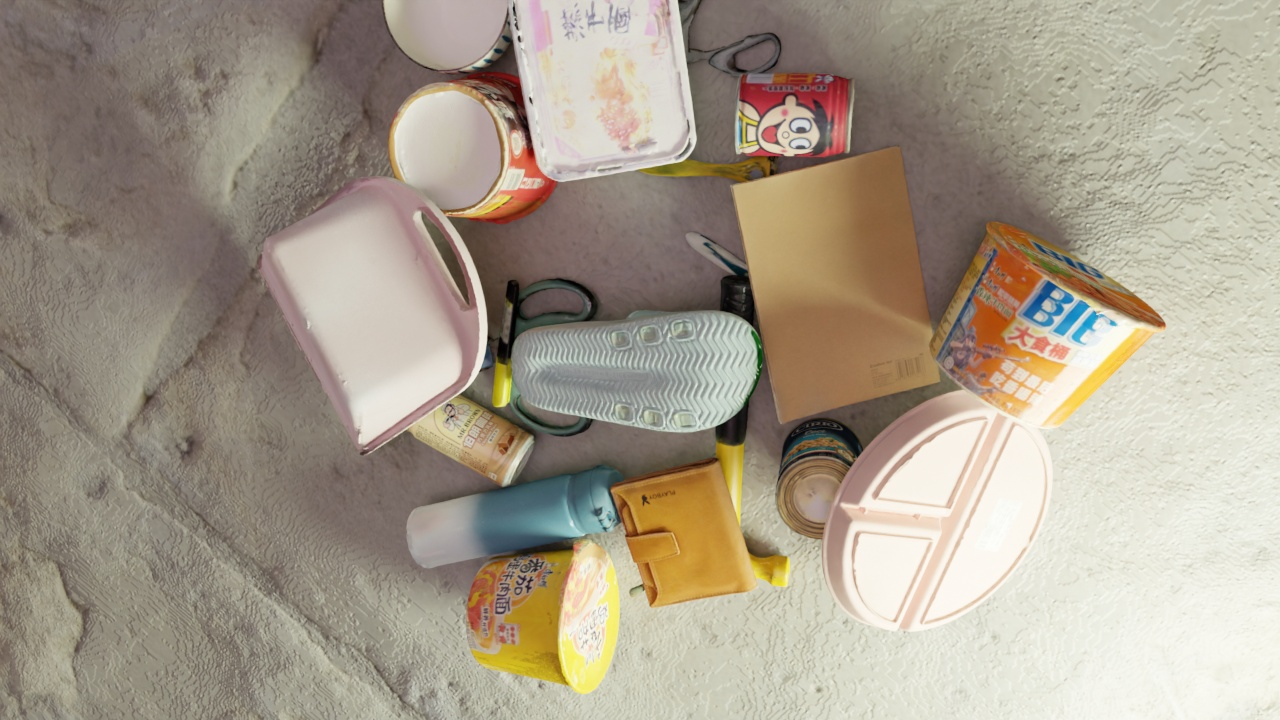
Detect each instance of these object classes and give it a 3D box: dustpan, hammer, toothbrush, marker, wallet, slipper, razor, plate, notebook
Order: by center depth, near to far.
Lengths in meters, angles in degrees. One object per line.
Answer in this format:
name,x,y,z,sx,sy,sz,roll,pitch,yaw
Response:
plate,0.256,0.134,0.769,0.229,0.028,0.230,-9,115,-21
notebook,0.171,-0.063,0.790,0.149,0.012,0.211,-14,101,-3
razor,0.054,-0.169,0.805,0.133,0.028,0.043,8,109,12
toothbrush,0.120,-0.060,0.821,0.191,0.018,0.016,34,107,2
slipper,-0.005,0.005,0.822,0.246,0.074,0.104,0,103,28
dustpan,-0.239,-0.042,0.839,0.138,0.274,0.222,-29,95,-20
hammer,0.082,0.071,0.848,0.129,0.032,0.301,5,108,11
wallet,0.035,0.163,0.855,0.119,0.035,0.131,-16,103,11
marker,-0.126,-0.016,0.869,0.018,0.015,0.124,22,109,43

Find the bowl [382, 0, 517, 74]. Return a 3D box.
bowl,-0.155,-0.305,0.793,0.116,0.066,0.116,2,99,13

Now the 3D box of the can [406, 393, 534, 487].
can,-0.165,0.072,0.896,0.116,0.058,0.059,28,108,4

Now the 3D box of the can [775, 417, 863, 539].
can,0.158,0.102,0.803,0.075,0.111,0.075,3,104,12

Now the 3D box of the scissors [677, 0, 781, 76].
scissors,0.033,-0.266,0.791,0.181,0.014,0.159,-3,104,15

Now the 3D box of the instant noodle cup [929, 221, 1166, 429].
instant noodle cup,0.311,-0.024,0.726,0.151,0.151,0.112,29,116,4

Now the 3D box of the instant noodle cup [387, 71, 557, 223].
instant noodle cup,-0.146,-0.185,0.801,0.138,0.108,0.138,3,104,11

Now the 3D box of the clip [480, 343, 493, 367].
clip,-0.169,-0.002,0.886,0.056,0.027,0.024,-10,100,8

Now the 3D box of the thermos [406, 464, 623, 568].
thermos,-0.120,0.153,0.903,0.221,0.070,0.070,-15,100,16

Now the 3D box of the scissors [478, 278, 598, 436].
scissors,-0.101,0.008,0.887,0.170,0.019,0.181,-23,99,15

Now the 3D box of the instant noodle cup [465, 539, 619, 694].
instant noodle cup,-0.095,0.246,0.891,0.110,0.137,0.138,-2,103,22

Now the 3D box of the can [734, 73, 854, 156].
can,0.127,-0.203,0.758,0.094,0.066,0.066,4,104,11

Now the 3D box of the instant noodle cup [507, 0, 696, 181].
instant noodle cup,-0.030,-0.246,0.770,0.138,0.060,0.173,-8,103,7
